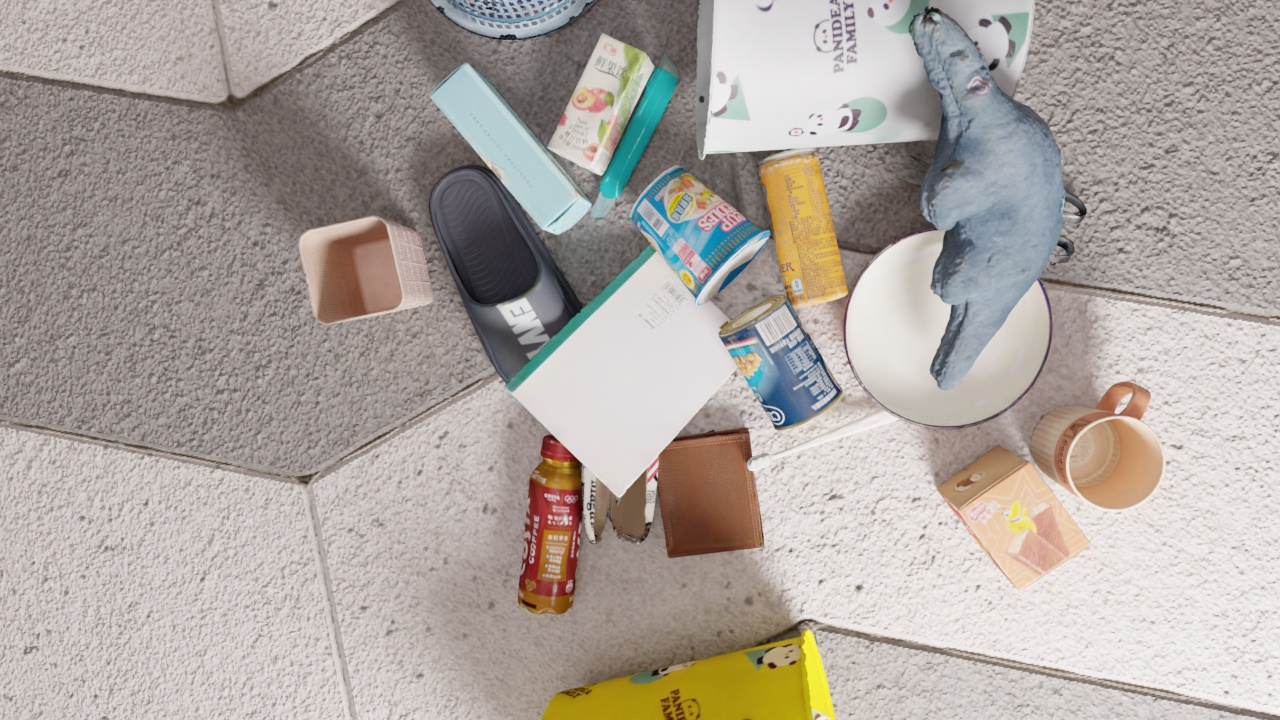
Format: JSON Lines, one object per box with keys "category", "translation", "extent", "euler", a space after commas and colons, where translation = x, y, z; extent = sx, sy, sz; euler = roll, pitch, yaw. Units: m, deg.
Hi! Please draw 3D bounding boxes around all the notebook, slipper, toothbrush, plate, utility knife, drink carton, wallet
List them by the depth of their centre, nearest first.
{"category": "notebook", "translation": [-0.005, 0.005, 0.881], "extent": [0.150, 0.012, 0.208], "euler": [44, 71, 0]}
{"category": "plate", "translation": [0.290, -0.031, 0.881], "extent": [0.192, 0.039, 0.192], "euler": [0, 94, 6]}
{"category": "toothbrush", "translation": [0.189, 0.073, 0.896], "extent": [0.180, 0.016, 0.016], "euler": [-20, 90, -4]}
{"category": "drink carton", "translation": [-0.037, -0.248, 0.897], "extent": [0.053, 0.045, 0.122], "euler": [28, 95, 15]}
{"category": "slipper", "translation": [-0.135, -0.071, 0.904], "extent": [0.111, 0.083, 0.268], "euler": [-28, 89, 9]}
{"category": "utility knife", "translation": [-0.006, -0.219, 0.912], "extent": [0.029, 0.013, 0.174], "euler": [28, 96, 7]}
{"category": "wallet", "translation": [0.067, 0.134, 0.922], "extent": [0.101, 0.032, 0.124], "euler": [-8, 92, 9]}

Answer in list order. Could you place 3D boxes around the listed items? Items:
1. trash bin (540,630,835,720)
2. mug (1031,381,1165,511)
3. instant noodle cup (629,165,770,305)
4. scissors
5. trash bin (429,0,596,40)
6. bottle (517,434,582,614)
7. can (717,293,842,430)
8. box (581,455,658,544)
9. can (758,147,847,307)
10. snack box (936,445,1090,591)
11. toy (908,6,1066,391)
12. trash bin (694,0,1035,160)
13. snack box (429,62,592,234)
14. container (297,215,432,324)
{"category": "trash bin", "translation": [0.054, 0.387, 0.852], "extent": [0.255, 0.229, 0.229], "euler": [-13, 93, 12]}
{"category": "mug", "translation": [0.421, 0.072, 0.840], "extent": [0.081, 0.106, 0.114], "euler": [26, 96, 4]}
{"category": "instant noodle cup", "translation": [0.050, -0.124, 0.877], "extent": [0.099, 0.099, 0.110], "euler": [-45, 81, 7]}
{"category": "scissors", "translation": [0.339, -0.151, 0.869], "extent": [0.162, 0.014, 0.165], "euler": [-18, 62, -12]}
{"category": "trash bin", "translation": [-0.134, -0.427, 0.820], "extent": [0.227, 0.195, 0.226], "euler": [0, 94, 5]}
{"category": "bottle", "translation": [-0.088, 0.164, 0.926], "extent": [0.057, 0.057, 0.175], "euler": [7, 95, 6]}
{"category": "can", "translation": [0.132, 0.000, 0.874], "extent": [0.075, 0.075, 0.111], "euler": [-31, 99, 7]}
{"category": "box", "translation": [-0.033, 0.101, 0.904], "extent": [0.086, 0.076, 0.163], "euler": [-1, 96, -30]}
{"category": "can", "translation": [0.155, -0.126, 0.879], "extent": [0.058, 0.058, 0.146], "euler": [-13, 92, 7]}
{"category": "snack box", "translation": [0.345, 0.145, 0.860], "extent": [0.077, 0.092, 0.094], "euler": [-37, 90, 7]}
{"category": "toy", "translation": [0.282, -0.129, 0.752], "extent": [0.137, 0.091, 0.357], "euler": [-28, 129, -9]}
{"category": "trash bin", "translation": [0.178, -0.289, 0.790], "extent": [0.252, 0.229, 0.229], "euler": [1, 94, 1]}
{"category": "snack box", "translation": [-0.124, -0.203, 0.895], "extent": [0.052, 0.074, 0.175], "euler": [-40, 89, 6]}
{"category": "container", "translation": [-0.262, -0.087, 0.900], "extent": [0.090, 0.111, 0.090], "euler": [-12, 93, 7]}
